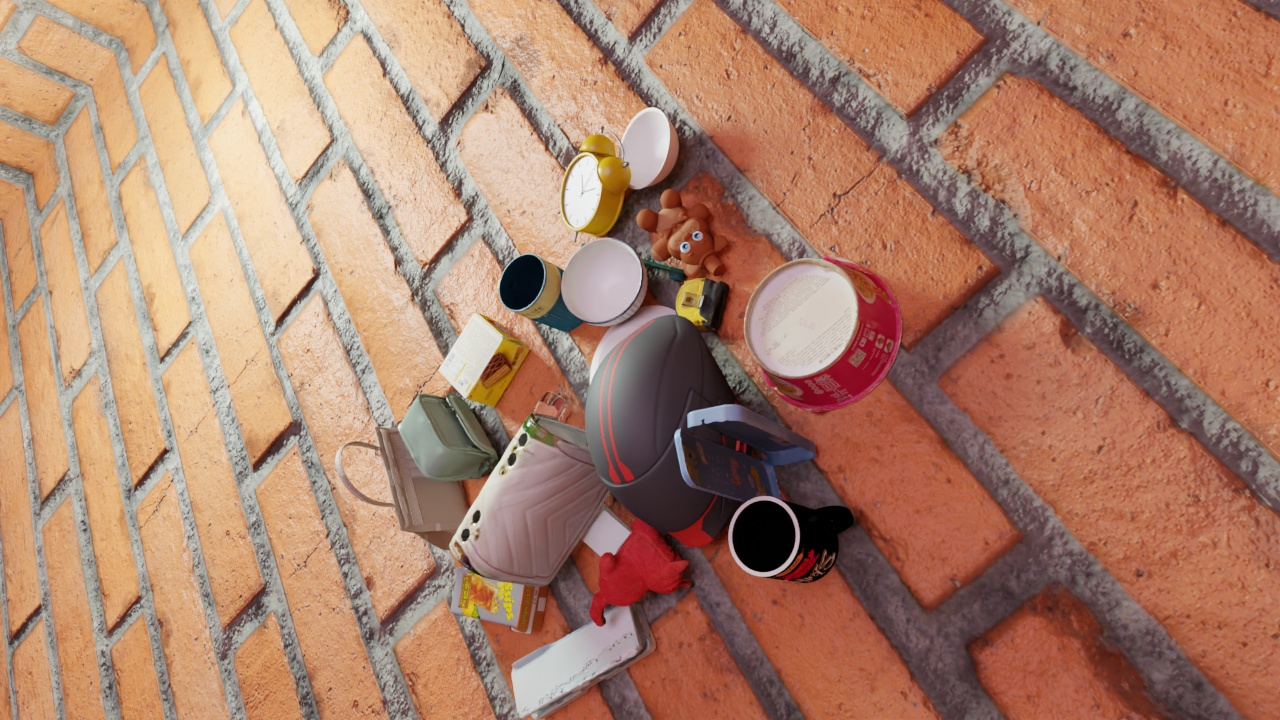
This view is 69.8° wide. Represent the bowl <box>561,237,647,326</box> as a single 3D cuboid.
[{"bbox_3d":[-0.039,-0.097,1.218,0.118,0.062,0.118,-6,74,22],"label":"bowl"}]

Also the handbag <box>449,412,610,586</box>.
[{"bbox_3d":[-0.134,0.170,1.128,0.096,0.142,0.198,39,99,42],"label":"handbag"}]

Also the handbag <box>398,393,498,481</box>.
[{"bbox_3d":[-0.270,0.105,1.300,0.067,0.106,0.122,-55,52,23],"label":"handbag"}]

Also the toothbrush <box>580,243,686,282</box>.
[{"bbox_3d":[-0.012,-0.134,1.245,0.190,0.016,0.017,20,92,39],"label":"toothbrush"}]

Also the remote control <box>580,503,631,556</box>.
[{"bbox_3d":[-0.070,0.198,1.177,0.143,0.024,0.049,38,99,38],"label":"remote control"}]

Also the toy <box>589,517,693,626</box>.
[{"bbox_3d":[-0.004,0.259,1.064,0.094,0.088,0.132,36,78,25],"label":"toy"}]

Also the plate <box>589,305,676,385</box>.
[{"bbox_3d":[-0.007,0.007,1.184,0.174,0.036,0.173,-12,69,33],"label":"plate"}]

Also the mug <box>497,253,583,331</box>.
[{"bbox_3d":[-0.141,-0.094,1.268,0.114,0.107,0.083,9,83,37],"label":"mug"}]

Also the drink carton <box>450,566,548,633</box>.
[{"bbox_3d":[-0.186,0.312,1.210,0.125,0.048,0.076,0,76,36],"label":"drink carton"}]

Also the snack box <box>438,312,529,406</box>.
[{"bbox_3d":[-0.226,-0.001,1.329,0.083,0.061,0.106,39,99,38],"label":"snack box"}]

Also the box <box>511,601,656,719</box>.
[{"bbox_3d":[-0.073,0.365,1.120,0.199,0.066,0.083,-36,33,22],"label":"box"}]

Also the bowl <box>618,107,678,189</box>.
[{"bbox_3d":[0.019,-0.283,1.247,0.110,0.040,0.110,-12,75,50],"label":"bowl"}]

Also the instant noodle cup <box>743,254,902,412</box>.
[{"bbox_3d":[0.193,-0.038,1.028,0.179,0.077,0.178,-12,69,33],"label":"instant noodle cup"}]

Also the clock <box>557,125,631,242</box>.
[{"bbox_3d":[-0.063,-0.243,1.271,0.152,0.052,0.113,-59,44,32],"label":"clock"}]

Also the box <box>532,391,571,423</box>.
[{"bbox_3d":[-0.146,0.129,1.255,0.058,0.062,0.188,30,92,12],"label":"box"}]

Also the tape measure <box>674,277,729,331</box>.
[{"bbox_3d":[0.073,-0.071,1.150,0.064,0.037,0.065,12,82,37],"label":"tape measure"}]

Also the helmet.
[{"bbox_3d":[0.020,0.070,1.049,0.165,0.169,0.264,-18,60,41],"label":"helmet"}]

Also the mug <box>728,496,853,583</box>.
[{"bbox_3d":[0.167,0.183,0.964,0.118,0.098,0.081,-30,60,25],"label":"mug"}]

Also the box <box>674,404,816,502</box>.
[{"bbox_3d":[0.120,0.102,0.953,0.074,0.209,0.077,-20,65,29],"label":"box"}]

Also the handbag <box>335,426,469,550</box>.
[{"bbox_3d":[-0.335,0.163,1.269,0.062,0.197,0.175,-37,57,21],"label":"handbag"}]

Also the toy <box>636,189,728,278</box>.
[{"bbox_3d":[0.058,-0.156,1.173,0.095,0.065,0.127,-44,60,6],"label":"toy"}]
